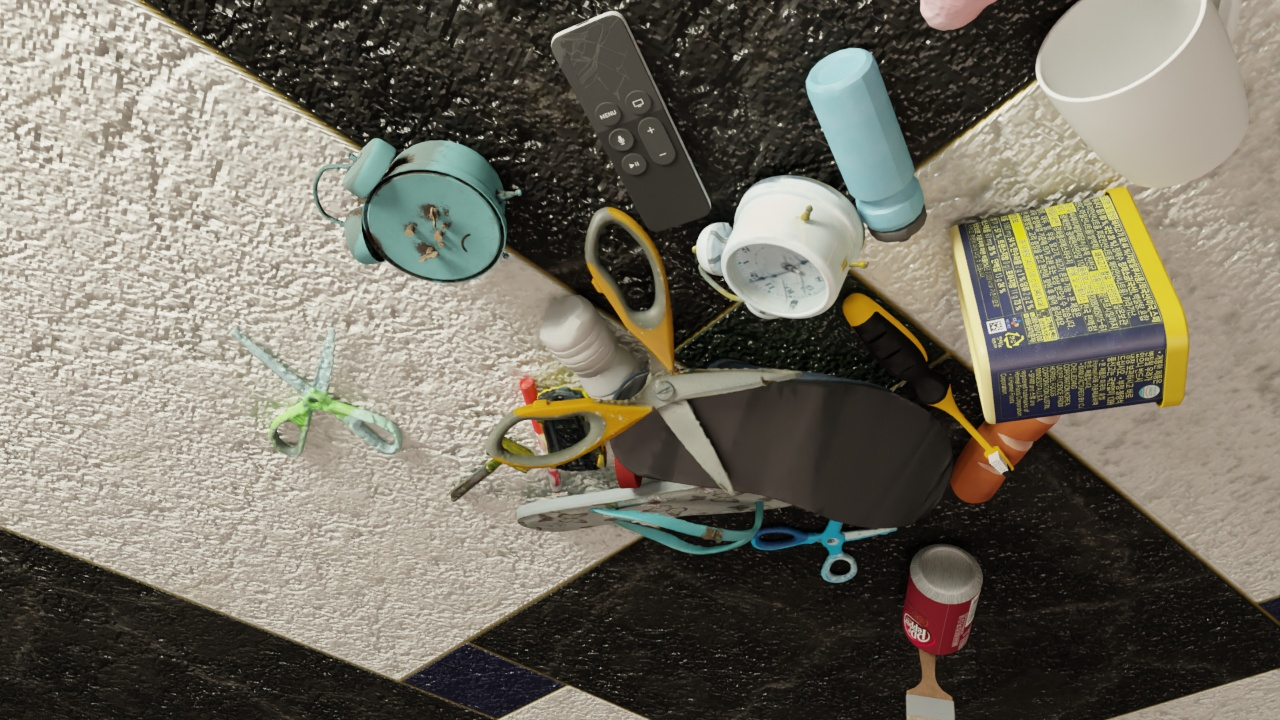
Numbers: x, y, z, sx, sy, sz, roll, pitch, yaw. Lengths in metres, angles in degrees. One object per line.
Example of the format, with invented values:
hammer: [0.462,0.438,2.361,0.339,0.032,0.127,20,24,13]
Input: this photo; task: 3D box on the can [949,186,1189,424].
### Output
can: [0.253,-0.032,0.558,0.104,0.135,0.075,-10,134,17]

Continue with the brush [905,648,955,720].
brush: [0.281,0.303,0.890,0.045,0.142,0.008,7,135,9]

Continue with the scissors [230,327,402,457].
scissors: [-0.258,0.031,0.749,0.165,0.024,0.172,25,135,-12]

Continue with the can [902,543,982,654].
can: [0.284,0.228,0.870,0.063,0.063,0.114,-3,135,7]

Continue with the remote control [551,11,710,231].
remote control: [-0.003,-0.139,0.556,0.045,0.008,0.147,-15,132,19]

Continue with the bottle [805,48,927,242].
bottle: [0.138,-0.120,0.543,0.040,0.040,0.130,-18,131,21]

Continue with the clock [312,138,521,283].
clock: [-0.141,-0.096,0.579,0.124,0.053,0.090,12,134,-8]

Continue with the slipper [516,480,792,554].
slipper: [0.019,0.136,0.786,0.269,0.054,0.098,-8,155,14]

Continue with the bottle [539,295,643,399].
bottle: [-0.023,0.010,0.684,0.044,0.044,0.136,-20,131,23]

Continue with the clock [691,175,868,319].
clock: [0.085,-0.066,0.583,0.083,0.056,0.118,39,148,-21]

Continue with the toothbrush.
toothbrush: [0.213,0.020,0.667,0.196,0.030,0.031,43,124,-18]

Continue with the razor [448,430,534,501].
razor: [-0.139,0.099,0.802,0.042,0.026,0.106,29,134,-26]

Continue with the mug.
mug: [0.277,-0.156,0.479,0.087,0.081,0.114,33,98,-34]

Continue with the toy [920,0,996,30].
toy: [0.166,-0.212,0.439,0.093,0.050,0.103,34,132,-31]

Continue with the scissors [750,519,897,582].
scissors: [0.167,0.169,0.857,0.140,0.011,0.134,4,138,2]

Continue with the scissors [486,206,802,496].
scissors: [-0.004,0.005,0.627,0.225,0.016,0.230,-11,105,1]

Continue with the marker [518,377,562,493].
marker: [-0.082,0.067,0.769,0.013,0.012,0.142,-2,135,7]

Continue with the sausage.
sausage: [0.289,0.053,0.704,0.039,0.044,0.165,-1,139,-23]

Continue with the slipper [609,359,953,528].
slipper: [0.104,0.053,0.702,0.265,0.083,0.109,10,102,-8]

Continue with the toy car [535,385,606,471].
toy car: [-0.055,0.055,0.743,0.049,0.030,0.107,-1,138,7]

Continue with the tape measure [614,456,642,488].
tape measure: [-0.008,0.081,0.750,0.019,0.051,0.059,-4,135,8]
